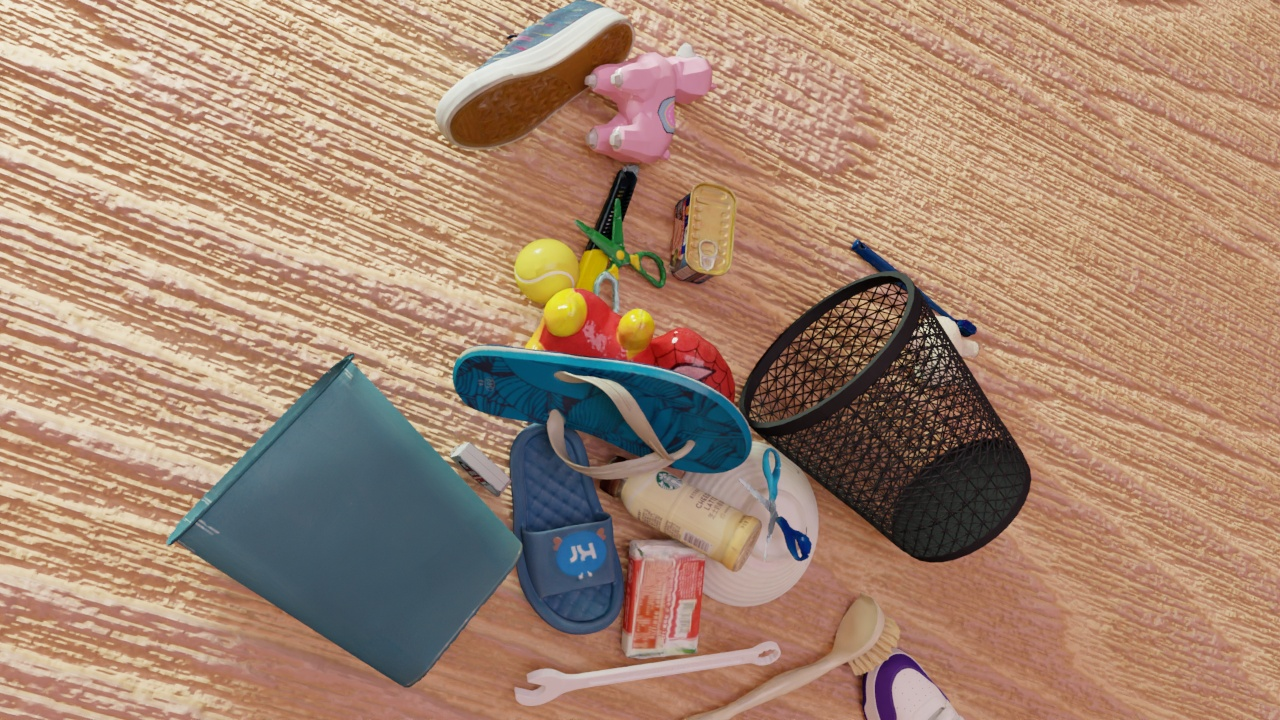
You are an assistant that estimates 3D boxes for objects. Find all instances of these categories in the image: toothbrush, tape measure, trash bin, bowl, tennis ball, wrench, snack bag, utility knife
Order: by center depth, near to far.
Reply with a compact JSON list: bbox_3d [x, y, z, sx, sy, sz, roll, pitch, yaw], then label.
[{"bbox_3d":[-0.239,0.139,0.782,0.218,0.197,0.198,45,72,-15],"label":"trash bin"},{"bbox_3d":[-0.151,0.103,0.878,0.062,0.060,0.020,43,71,-9],"label":"tape measure"},{"bbox_3d":[0.012,0.308,0.910,0.273,0.009,0.047,-3,128,-15],"label":"wrench"},{"bbox_3d":[-0.094,-0.089,0.920,0.065,0.065,0.065,3,82,-19],"label":"tennis ball"},{"bbox_3d":[0.023,0.238,0.922,0.077,0.036,0.116,3,96,-18],"label":"snack bag"},{"bbox_3d":[0.265,0.070,0.958,0.243,0.217,0.216,45,71,-16],"label":"trash bin"},{"bbox_3d":[0.125,0.171,0.960,0.177,0.071,0.177,3,82,-19],"label":"bowl"},{"bbox_3d":[-0.036,-0.137,0.971,0.028,0.020,0.174,32,72,-34],"label":"utility knife"},{"bbox_3d":[0.328,-0.085,1.093,0.190,0.017,0.016,35,73,-12],"label":"toothbrush"}]

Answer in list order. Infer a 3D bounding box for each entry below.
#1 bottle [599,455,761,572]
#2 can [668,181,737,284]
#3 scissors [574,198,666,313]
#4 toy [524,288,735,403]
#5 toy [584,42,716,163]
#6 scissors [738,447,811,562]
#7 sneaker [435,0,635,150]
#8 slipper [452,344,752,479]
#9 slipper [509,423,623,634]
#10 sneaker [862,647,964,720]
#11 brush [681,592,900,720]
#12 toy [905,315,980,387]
[{"bbox_3d":[0.037,0.147,0.908,0.162,0.056,0.056,26,72,18],"label":"bottle"},{"bbox_3d":[0.065,-0.134,0.985,0.054,0.059,0.099,9,80,-18],"label":"can"},{"bbox_3d":[-0.025,-0.103,0.960,0.125,0.011,0.127,35,68,-27],"label":"scissors"},{"bbox_3d":[-0.005,0.005,0.912,0.216,0.148,0.098,22,49,-14],"label":"toy"},{"bbox_3d":[0.015,-0.274,0.979,0.157,0.067,0.123,-15,111,-40],"label":"toy"},{"bbox_3d":[0.134,0.147,0.899,0.133,0.014,0.127,50,36,-27],"label":"scissors"},{"bbox_3d":[-0.117,-0.299,0.945,0.235,0.088,0.079,-36,64,-19],"label":"sneaker"},{"bbox_3d":[-0.035,0.053,0.859,0.295,0.118,0.060,14,36,-2],"label":"slipper"},{"bbox_3d":[-0.076,0.164,0.898,0.103,0.059,0.213,-13,86,-19],"label":"slipper"},{"bbox_3d":[0.332,0.422,0.978,0.091,0.111,0.244,-36,95,-20],"label":"sneaker"},{"bbox_3d":[0.156,0.333,0.963,0.271,0.062,0.077,-24,86,-16],"label":"brush"},{"bbox_3d":[0.344,-0.011,1.071,0.112,0.050,0.087,15,78,-13],"label":"toy"}]
